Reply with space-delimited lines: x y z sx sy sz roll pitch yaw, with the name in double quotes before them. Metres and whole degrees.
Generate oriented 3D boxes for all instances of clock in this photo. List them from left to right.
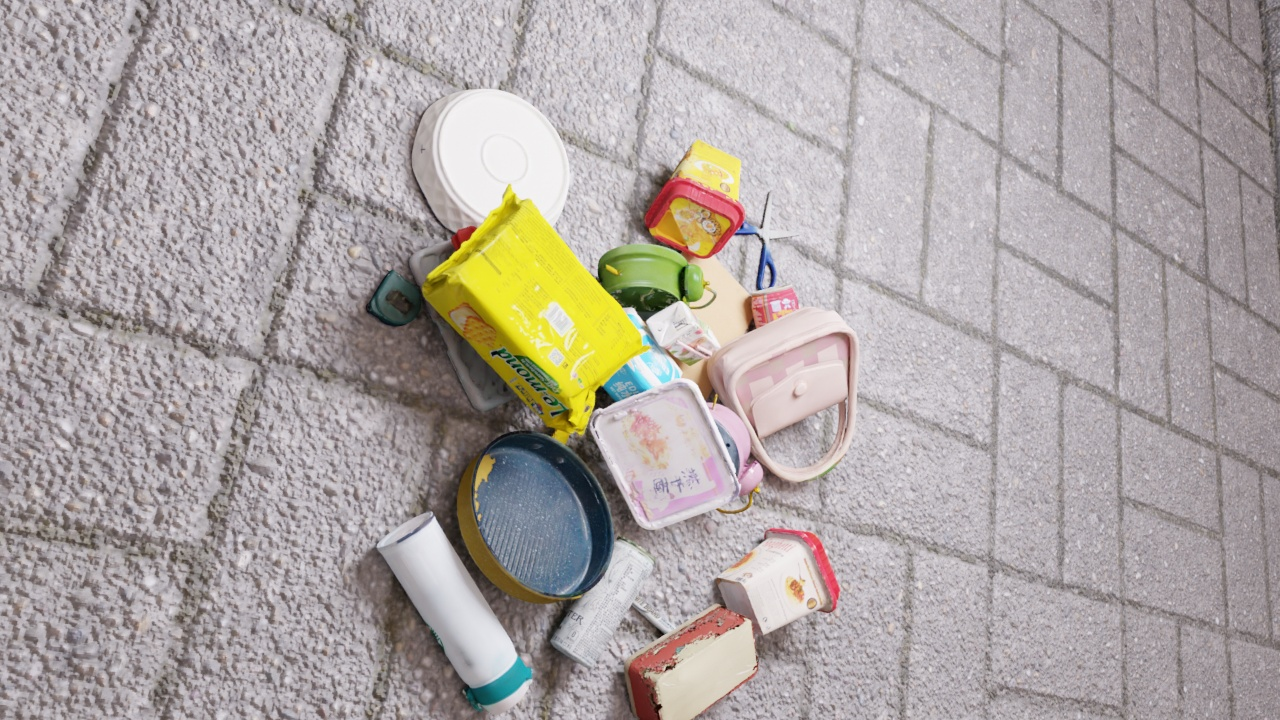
"clock" 0.019 -0.093 1.165 0.161 0.116 0.056 9 67 -16
"clock" 0.092 0.128 1.179 0.059 0.117 0.158 -32 99 -55

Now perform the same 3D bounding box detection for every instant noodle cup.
"instant noodle cup" 0.031 0.105 1.104 0.060 0.138 0.173 -86 153 -67
"instant noodle cup" 0.081 -0.223 1.248 0.116 0.116 0.123 24 54 -11
"instant noodle cup" 0.178 0.295 1.209 0.124 0.116 0.116 -24 94 -24

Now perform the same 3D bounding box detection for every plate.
"plate" -0.173 -0.238 1.119 0.204 0.046 0.204 9 74 -33

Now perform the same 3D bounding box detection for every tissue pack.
"tissue pack" -0.007 0.007 1.145 0.140 0.063 0.089 51 37 -26

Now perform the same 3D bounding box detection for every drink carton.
"drink carton" 0.058 -0.031 1.171 0.045 0.053 0.122 63 12 23

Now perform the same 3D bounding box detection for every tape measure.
"tape measure" -0.272 -0.066 1.024 0.054 0.025 0.058 35 63 -22

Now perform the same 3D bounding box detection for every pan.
"pan" -0.096 0.110 1.072 0.197 0.078 0.356 36 40 -26

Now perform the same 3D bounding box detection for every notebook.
"notebook" 0.076 -0.051 1.270 0.149 0.012 0.210 44 59 -21

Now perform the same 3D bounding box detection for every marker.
"marker" -0.001 0.302 1.135 0.146 0.017 0.016 45 58 -18

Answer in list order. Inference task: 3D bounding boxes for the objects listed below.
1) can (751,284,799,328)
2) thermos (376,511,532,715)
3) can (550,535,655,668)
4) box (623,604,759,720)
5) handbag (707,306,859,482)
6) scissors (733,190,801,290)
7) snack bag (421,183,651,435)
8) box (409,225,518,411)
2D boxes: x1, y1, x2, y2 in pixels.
"can" 0.197 -0.058 1.314 0.066 0.067 0.094 -18 98 -36
"thermos" -0.196 0.274 0.978 0.073 0.073 0.224 -35 101 -35
"can" -0.043 0.281 1.071 0.058 0.058 0.146 41 70 -21
"box" 0.070 0.375 1.119 0.168 0.077 0.091 -21 107 -36
"handbag" 0.213 0.060 1.264 0.193 0.093 0.234 -22 112 -8
"scissors" 0.182 -0.180 1.371 0.173 0.012 0.162 -3 80 -36
"snack bag" -0.107 -0.052 0.998 0.246 0.068 0.157 49 59 -17
"box" -0.192 -0.044 1.057 0.098 0.095 0.201 -23 94 -1
